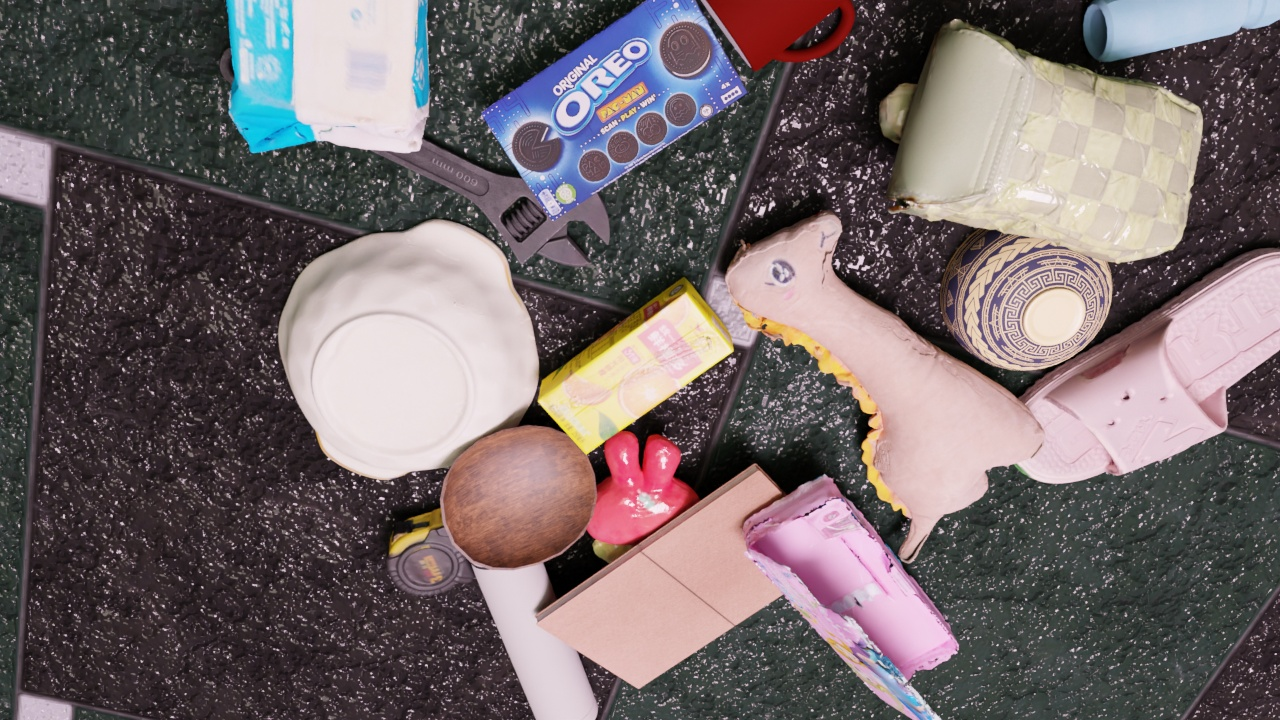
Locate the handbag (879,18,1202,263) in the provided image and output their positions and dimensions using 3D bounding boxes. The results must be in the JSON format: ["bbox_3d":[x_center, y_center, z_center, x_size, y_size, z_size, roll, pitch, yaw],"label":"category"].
[{"bbox_3d":[0.237,-0.126,0.564,0.186,0.117,0.113,14,101,-7],"label":"handbag"}]

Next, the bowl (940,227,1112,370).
[{"bbox_3d":[0.271,-0.040,0.629,0.112,0.061,0.112,0,114,0],"label":"bowl"}]

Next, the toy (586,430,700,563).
[{"bbox_3d":[0.001,0.112,0.703,0.091,0.045,0.135,-6,119,0],"label":"toy"}]

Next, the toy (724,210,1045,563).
[{"bbox_3d":[0.156,0.024,0.659,0.264,0.065,0.196,31,115,-8],"label":"toy"}]

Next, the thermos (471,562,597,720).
[{"bbox_3d":[-0.090,0.206,0.740,0.052,0.052,0.224,-14,113,6],"label":"thermos"}]

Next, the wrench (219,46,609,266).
[{"bbox_3d":[-0.145,-0.136,0.609,0.273,0.018,0.073,26,107,-10],"label":"wrench"}]

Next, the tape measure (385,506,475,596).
[{"bbox_3d":[-0.168,0.153,0.726,0.062,0.038,0.067,-17,118,-2],"label":"tape measure"}]

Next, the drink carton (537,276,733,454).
[{"bbox_3d":[-0.004,0.004,0.657,0.135,0.043,0.058,-36,108,14],"label":"drink carton"}]

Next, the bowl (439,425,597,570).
[{"bbox_3d":[-0.090,0.098,0.671,0.114,0.026,0.102,-16,97,-18],"label":"bowl"}]

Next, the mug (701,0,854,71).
[{"bbox_3d":[0.088,-0.219,0.551,0.083,0.073,0.105,-36,139,14],"label":"mug"}]

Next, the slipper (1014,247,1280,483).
[{"bbox_3d":[0.378,0.017,0.655,0.240,0.064,0.094,-39,109,14],"label":"slipper"}]

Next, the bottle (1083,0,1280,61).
[{"bbox_3d":[0.345,-0.218,0.564,0.130,0.040,0.040,-12,113,5],"label":"bottle"}]

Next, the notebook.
[{"bbox_3d":[0.041,0.177,0.723,0.209,0.008,0.141,-36,128,11],"label":"notebook"}]

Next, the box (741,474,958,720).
[{"bbox_3d":[0.173,0.199,0.694,0.085,0.096,0.230,-34,121,11],"label":"box"}]

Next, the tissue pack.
[{"bbox_3d":[-0.183,-0.224,0.539,0.117,0.066,0.209,4,110,-4],"label":"tissue pack"}]

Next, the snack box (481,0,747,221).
[{"bbox_3d":[-0.017,-0.164,0.582,0.150,0.027,0.082,-33,104,8],"label":"snack box"}]

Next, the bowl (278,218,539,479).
[{"bbox_3d":[-0.169,0.008,0.649,0.188,0.060,0.220,27,111,-12],"label":"bowl"}]
